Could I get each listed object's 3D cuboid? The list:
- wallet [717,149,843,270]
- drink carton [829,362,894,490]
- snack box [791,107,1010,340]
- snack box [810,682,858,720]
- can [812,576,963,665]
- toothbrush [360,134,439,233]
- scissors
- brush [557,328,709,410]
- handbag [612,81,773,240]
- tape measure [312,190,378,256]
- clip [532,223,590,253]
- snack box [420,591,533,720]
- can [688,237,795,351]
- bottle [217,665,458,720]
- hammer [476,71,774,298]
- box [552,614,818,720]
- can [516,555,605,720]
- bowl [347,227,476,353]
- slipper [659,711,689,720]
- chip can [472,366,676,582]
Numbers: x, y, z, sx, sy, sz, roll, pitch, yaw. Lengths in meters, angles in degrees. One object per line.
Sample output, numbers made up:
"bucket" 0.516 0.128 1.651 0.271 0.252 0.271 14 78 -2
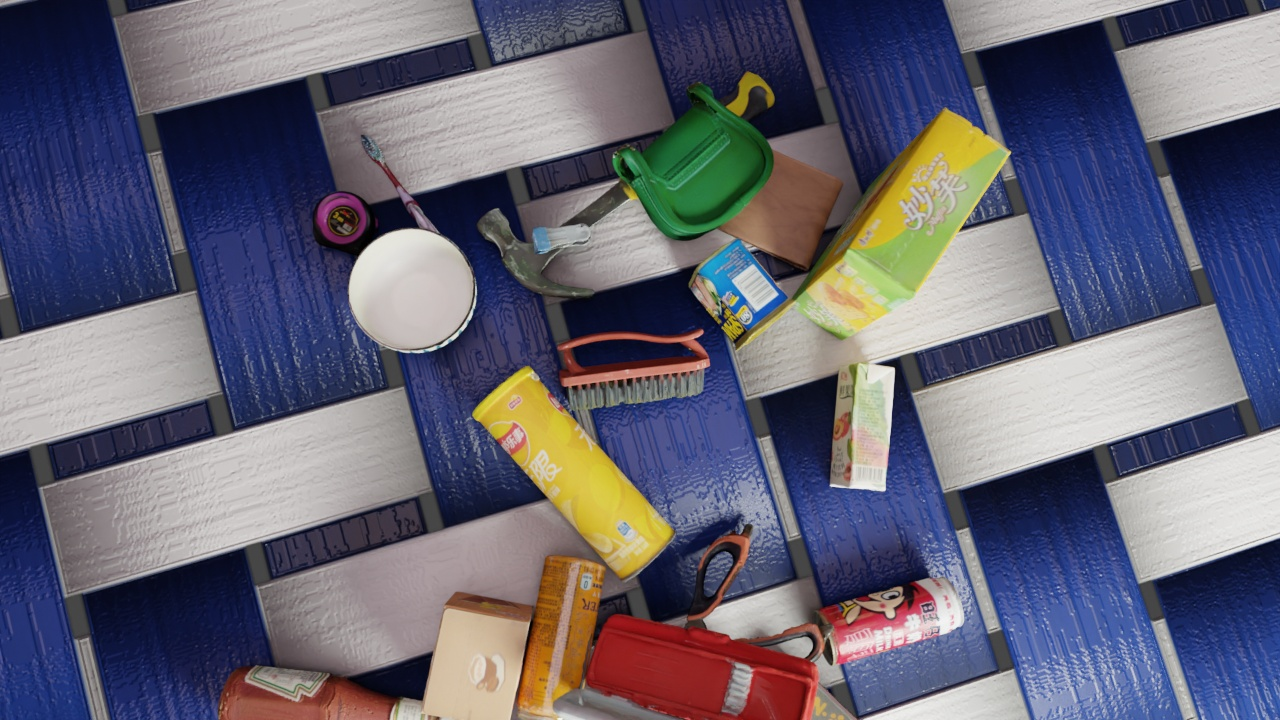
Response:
"wallet" 0.137 -0.159 0.930 0.115 0.020 0.101 24 82 -5
"drink carton" 0.219 0.065 0.898 0.045 0.053 0.122 8 83 -8
"snack box" 0.226 -0.114 0.840 0.070 0.210 0.157 35 81 1
"snack box" 0.151 0.365 0.865 0.125 0.053 0.113 42 82 6
"can" 0.237 0.248 0.879 0.132 0.053 0.053 -14 85 -6
"toothbrush" -0.221 -0.147 0.905 0.016 0.017 0.187 -35 87 -7
"scissors" 0.066 0.254 0.852 0.189 0.015 0.225 27 70 25
"brush" -0.005 0.005 0.882 0.145 0.063 0.069 -6 97 -6
"handbag" 0.051 -0.185 0.872 0.131 0.068 0.120 -44 101 -9
"tape measure" -0.286 -0.133 0.888 0.057 0.039 0.058 14 87 -3
"clip" -0.075 -0.119 0.881 0.058 0.043 0.027 -11 82 -10
"snack box" -0.144 0.266 0.826 0.077 0.094 0.092 12 82 -4
"can" 0.094 -0.063 0.879 0.057 0.102 0.083 -38 85 -8
"bottle" -0.269 0.317 0.830 0.206 0.060 0.059 8 83 -4
"hammer" 0.003 -0.180 0.920 0.323 0.032 0.126 -37 88 -8
"box" 0.041 0.290 0.776 0.201 0.154 0.074 9 114 19
"can" -0.072 0.254 0.840 0.058 0.058 0.145 11 74 -3
"bowl" -0.212 -0.062 0.871 0.116 0.066 0.116 1 83 -4
"slipper" 0.008 0.373 0.818 0.267 0.111 0.083 -27 114 -15
"chip can" -0.063 0.106 0.863 0.072 0.072 0.213 -41 89 -8
